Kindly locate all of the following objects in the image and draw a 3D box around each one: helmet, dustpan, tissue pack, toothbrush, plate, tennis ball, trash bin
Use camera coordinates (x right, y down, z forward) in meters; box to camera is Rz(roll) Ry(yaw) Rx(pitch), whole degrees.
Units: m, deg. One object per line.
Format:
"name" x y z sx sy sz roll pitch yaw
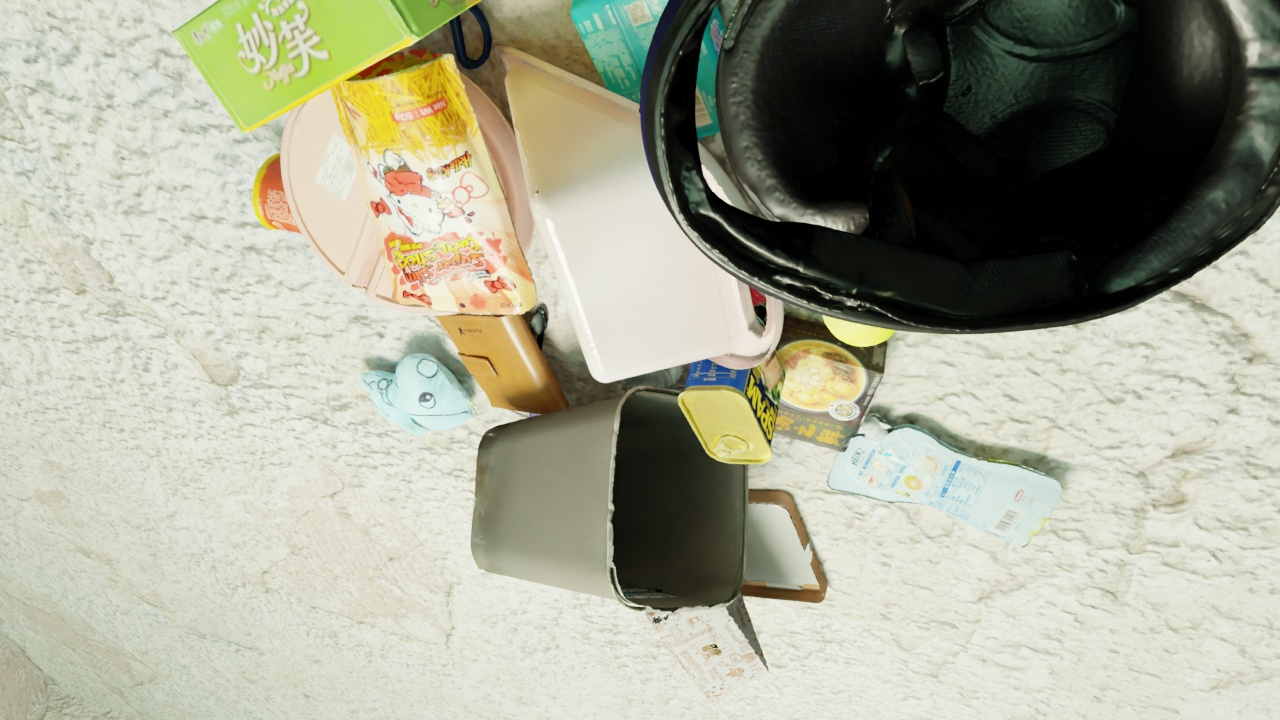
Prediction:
"helmet" 0.155 -0.141 0.489 0.315 0.240 0.248 0 111 -2
"dustpan" 0.000 -0.102 0.676 0.139 0.273 0.223 -17 133 2
"tissue pack" 0.016 -0.215 0.638 0.093 0.050 0.133 -6 129 32
"toothbrush" -0.110 0.012 0.957 0.014 0.016 0.189 27 141 13
"plate" -0.197 -0.137 0.753 0.230 0.028 0.230 9 121 15
"tennis ball" 0.176 -0.044 0.723 0.065 0.065 0.066 14 137 13
"trash bin" -0.037 0.139 0.900 0.220 0.198 0.198 -9 164 40

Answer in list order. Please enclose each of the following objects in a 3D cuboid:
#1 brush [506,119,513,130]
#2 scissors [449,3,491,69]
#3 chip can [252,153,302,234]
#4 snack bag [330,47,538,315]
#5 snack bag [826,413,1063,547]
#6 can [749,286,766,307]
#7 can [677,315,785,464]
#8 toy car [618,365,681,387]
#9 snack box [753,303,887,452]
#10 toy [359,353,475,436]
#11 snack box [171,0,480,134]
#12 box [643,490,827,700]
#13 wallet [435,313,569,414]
"brush" -0.201 -0.224 0.747 0.254 0.045 0.083 39 141 -9
"scissors" -0.155 -0.292 0.672 0.157 0.012 0.166 -7 128 30
"chip can" -0.238 -0.133 0.828 0.217 0.073 0.073 14 137 13
"snack bag" -0.160 -0.126 0.699 0.129 0.073 0.208 1 125 18
"snack bag" 0.279 0.113 0.856 0.191 0.038 0.110 20 143 9
"can" 0.063 -0.069 0.752 0.094 0.066 0.066 -15 125 36
"can" 0.077 0.022 0.739 0.057 0.083 0.102 -2 142 27
"toy car" -0.005 0.005 0.886 0.091 0.034 0.043 6 138 22
"snack box" 0.141 0.015 0.818 0.126 0.053 0.113 15 138 4
"toy" -0.247 0.041 1.027 0.156 0.049 0.162 15 142 14
"snack box" -0.156 -0.234 0.567 0.158 0.209 0.070 -13 119 32
"box" 0.113 0.242 1.016 0.187 0.154 0.183 -25 126 8
"wallet" -0.140 -0.001 0.934 0.108 0.031 0.132 4 132 36
